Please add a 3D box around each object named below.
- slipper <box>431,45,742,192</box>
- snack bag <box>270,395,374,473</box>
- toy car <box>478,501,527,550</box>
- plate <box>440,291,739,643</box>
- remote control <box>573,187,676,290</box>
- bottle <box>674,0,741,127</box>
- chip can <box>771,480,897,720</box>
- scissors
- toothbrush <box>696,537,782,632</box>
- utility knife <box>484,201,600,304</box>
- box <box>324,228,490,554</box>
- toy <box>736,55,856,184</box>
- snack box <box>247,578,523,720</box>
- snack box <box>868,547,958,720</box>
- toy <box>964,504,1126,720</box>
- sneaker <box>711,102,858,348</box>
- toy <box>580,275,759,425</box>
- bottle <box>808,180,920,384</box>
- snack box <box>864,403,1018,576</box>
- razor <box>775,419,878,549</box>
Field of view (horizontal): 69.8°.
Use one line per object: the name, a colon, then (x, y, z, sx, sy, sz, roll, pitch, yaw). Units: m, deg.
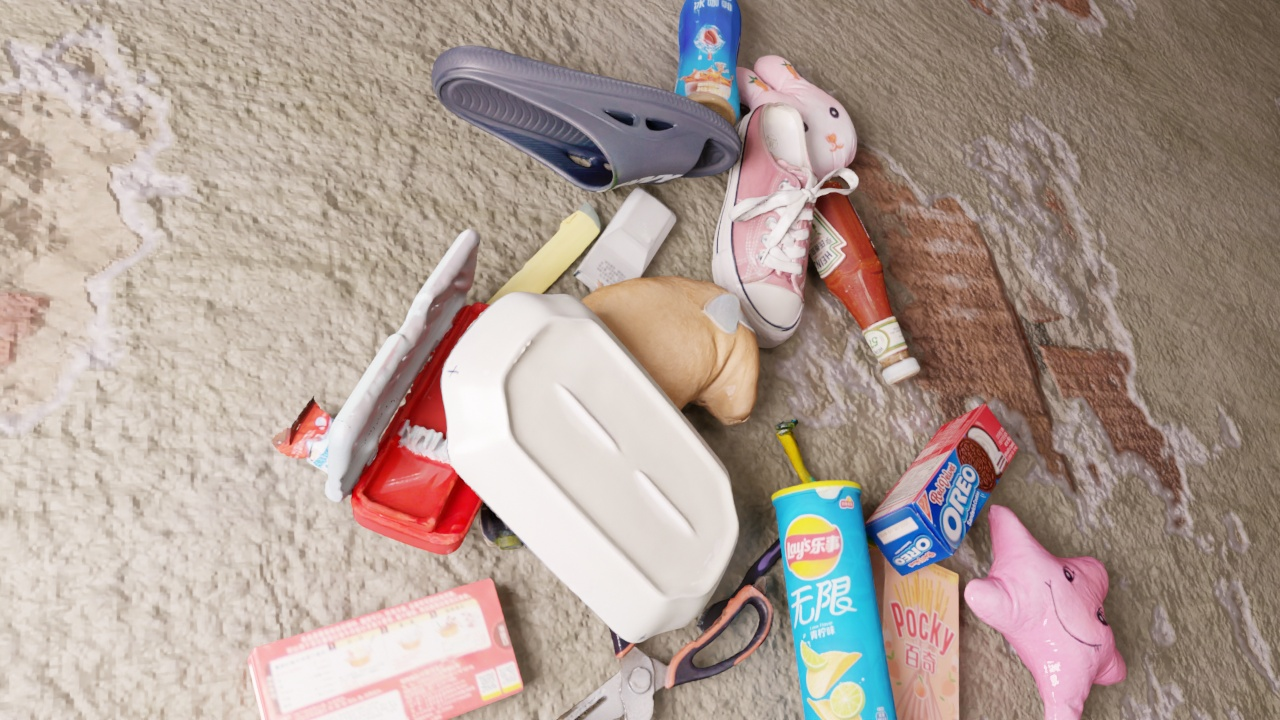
slipper: (-0.046, -0.182, 0.773, 0.268, 0.111, 0.083, 12, 76, -20)
snack bag: (-0.186, 0.067, 0.603, 0.105, 0.026, 0.045, 35, 46, -15)
toy car: (-0.070, 0.111, 0.645, 0.090, 0.035, 0.042, 0, 65, -25)
plate: (-0.017, 0.069, 0.614, 0.266, 0.034, 0.161, 51, 52, -20)
remote control: (-0.010, -0.100, 0.793, 0.049, 0.024, 0.124, 37, 54, -10)
bottle: (0.070, -0.322, 0.926, 0.065, 0.065, 0.218, 19, 58, -22)
chip can: (0.150, 0.202, 0.700, 0.071, 0.071, 0.210, 6, 67, -29)
scissors: (0.009, 0.209, 0.643, 0.189, 0.015, 0.224, 9, 60, -17)
toothbrush: (0.102, 0.160, 0.740, 0.188, 0.017, 0.014, -34, 90, -41)
utility knife: (-0.083, -0.072, 0.739, 0.031, 0.019, 0.178, 41, 52, -2)
box: (-0.119, 0.015, 0.596, 0.095, 0.100, 0.200, 20, 47, 0)
toy: (0.155, -0.252, 0.951, 0.121, 0.054, 0.159, -31, 78, -30)
snack box: (-0.152, 0.191, 0.562, 0.152, 0.026, 0.075, -10, 71, -34)
snack box: (0.224, 0.239, 0.762, 0.084, 0.026, 0.157, 24, 57, -19)
toy: (0.370, 0.217, 0.829, 0.178, 0.075, 0.194, -26, 80, -37)
sneaker: (0.127, -0.134, 0.836, 0.118, 0.088, 0.240, 12, 74, -24)
toy: (-0.004, 0.004, 0.709, 0.225, 0.083, 0.143, -18, 76, -34)
bottle: (0.211, -0.075, 0.892, 0.059, 0.060, 0.206, -15, 76, -35)
snack box: (0.270, 0.111, 0.815, 0.057, 0.058, 0.206, 55, 42, 3)
razor: (0.157, 0.107, 0.780, 0.132, 0.028, 0.043, 54, 8, 8)
